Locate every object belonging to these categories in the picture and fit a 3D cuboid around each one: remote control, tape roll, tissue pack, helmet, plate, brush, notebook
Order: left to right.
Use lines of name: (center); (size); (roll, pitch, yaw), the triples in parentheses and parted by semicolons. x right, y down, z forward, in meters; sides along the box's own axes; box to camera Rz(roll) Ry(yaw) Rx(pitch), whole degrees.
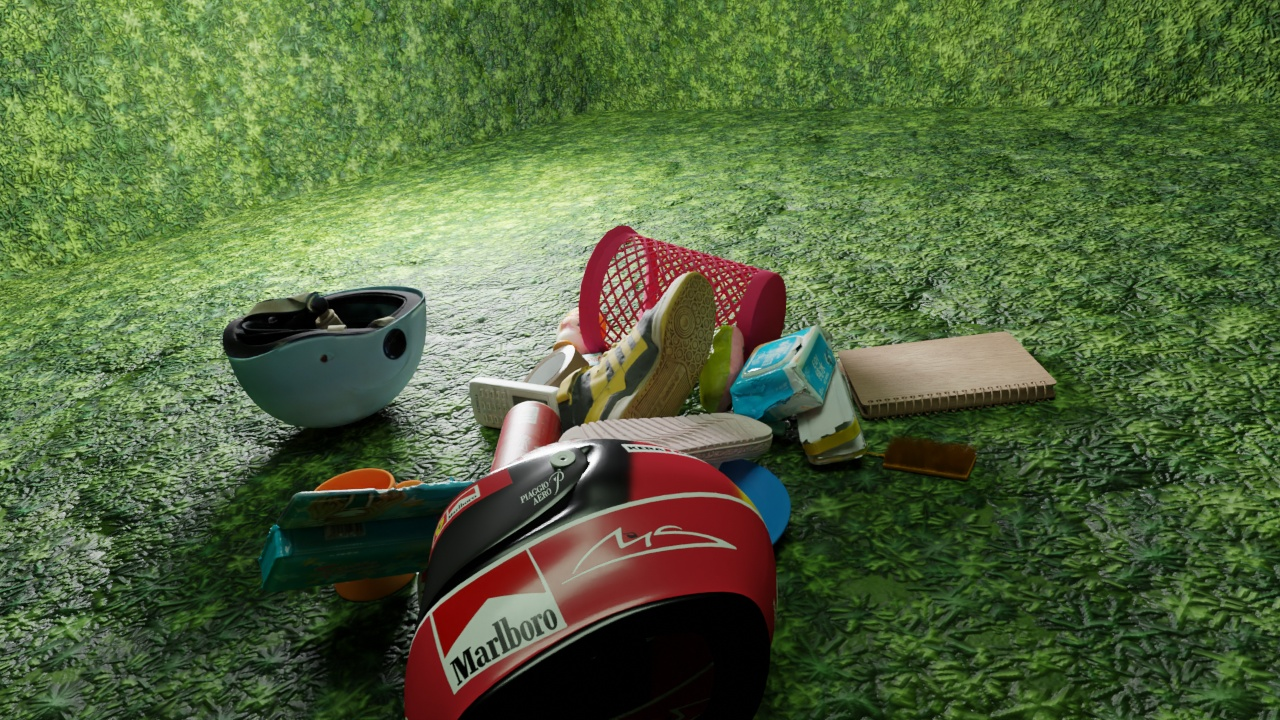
helmet: (-0.397, -0.009, 1.204); (0.226, 0.167, 0.264); (13, 33, 37)
remote control: (-0.148, 0.055, 1.105); (0.139, 0.060, 0.025); (6, 24, 31)
tape roll: (-0.108, 0.024, 1.145); (0.094, 0.030, 0.093); (-35, 23, 17)
helmet: (-0.040, 0.162, 0.642); (0.270, 0.198, 0.224); (-16, 33, -18)
plate: (0.029, 0.151, 0.865); (0.224, 0.024, 0.224); (-7, 23, 3)
tissue pack: (0.159, 0.016, 1.015); (0.093, 0.062, 0.144); (-21, 18, 31)
brush: (0.269, 0.094, 0.925); (0.127, 0.017, 0.048); (6, 27, 31)
notebook: (0.350, 0.017, 1.071); (0.210, 0.022, 0.169); (-7, 22, 4)

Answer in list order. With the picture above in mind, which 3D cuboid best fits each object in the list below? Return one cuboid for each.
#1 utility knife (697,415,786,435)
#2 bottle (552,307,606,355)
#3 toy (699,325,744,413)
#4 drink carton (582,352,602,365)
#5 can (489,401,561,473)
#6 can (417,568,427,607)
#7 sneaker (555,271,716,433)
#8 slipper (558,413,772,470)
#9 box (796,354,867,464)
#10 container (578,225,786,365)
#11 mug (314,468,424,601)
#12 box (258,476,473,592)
utility knife: (0.110, 0.072, 1.037); (0.120, 0.015, 0.022); (4, 33, 34)
bottle: (-0.089, -0.032, 1.283); (0.063, 0.063, 0.108); (-1, 24, 17)
toy: (0.095, 0.007, 1.069); (0.051, 0.090, 0.109); (6, 65, 4)
drink carton: (-0.060, 0.029, 1.162); (0.044, 0.039, 0.128); (-10, 24, -3)
can: (-0.121, 0.106, 0.970); (0.067, 0.067, 0.170); (-8, 23, 2)
can: (-0.130, 0.193, 0.774); (0.105, 0.064, 0.064); (-10, 23, -3)
sneaker: (-0.006, 0.006, 1.041); (0.122, 0.086, 0.238); (4, 60, 46)
slipper: (0.030, 0.096, 0.883); (0.238, 0.064, 0.094); (-4, 18, -38)
box: (0.204, 0.054, 1.014); (0.066, 0.045, 0.209); (-24, 18, 13)
container: (0.063, -0.070, 1.202); (0.226, 0.183, 0.182); (13, 31, 26)
mug: (-0.240, 0.156, 0.858); (0.112, 0.096, 0.077); (-16, 25, -18)
box: (-0.181, 0.135, 0.751); (0.226, 0.039, 0.182); (-1, -27, -31)
